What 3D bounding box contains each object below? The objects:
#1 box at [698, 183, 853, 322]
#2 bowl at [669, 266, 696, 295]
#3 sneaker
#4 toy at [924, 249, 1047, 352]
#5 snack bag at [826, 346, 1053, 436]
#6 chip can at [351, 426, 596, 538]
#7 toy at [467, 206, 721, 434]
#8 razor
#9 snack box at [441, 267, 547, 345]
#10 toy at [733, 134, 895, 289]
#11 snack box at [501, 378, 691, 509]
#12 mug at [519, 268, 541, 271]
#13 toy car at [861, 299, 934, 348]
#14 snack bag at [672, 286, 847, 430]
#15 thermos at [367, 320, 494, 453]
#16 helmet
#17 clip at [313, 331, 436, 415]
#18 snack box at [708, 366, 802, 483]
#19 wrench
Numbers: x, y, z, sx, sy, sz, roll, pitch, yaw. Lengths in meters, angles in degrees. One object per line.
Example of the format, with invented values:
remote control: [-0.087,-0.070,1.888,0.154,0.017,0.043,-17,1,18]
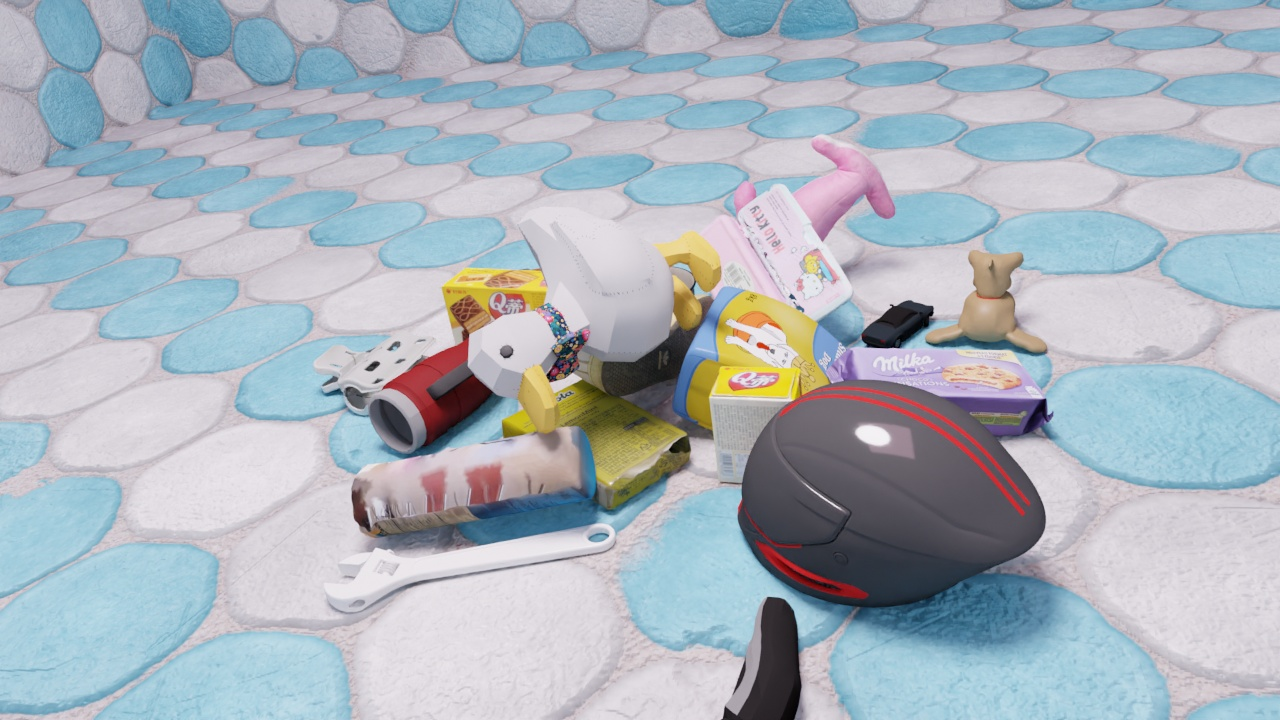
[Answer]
box: [0.154,-0.114,1.133,0.155,0.044,0.201,-39,57,20]
bowl: [0.019,-0.075,1.220,0.115,0.059,0.115,-7,30,4]
sneaker: [-0.003,-0.024,1.090,0.102,0.089,0.240,13,23,34]
toy: [0.408,-0.072,1.073,0.134,0.108,0.105,6,17,25]
snack bag: [0.298,0.034,0.933,0.205,0.058,0.096,1,33,-1]
chip can: [-0.161,0.118,0.886,0.230,0.080,0.079,-12,29,12]
toy: [-0.056,-0.058,0.913,0.267,0.141,0.246,-16,63,-24]
razor: [0.094,0.232,0.682,0.060,0.057,0.155,-28,16,37]
snack box: [-0.135,-0.056,1.179,0.231,0.110,0.061,5,32,23]
toy: [0.207,-0.160,1.194,0.266,0.186,0.127,-43,21,16]
snack box: [-0.046,0.087,0.976,0.121,0.045,0.181,-29,38,-35]
mug: [-0.108,-0.083,1.264,0.111,0.082,0.117,-14,48,-16]
toy car: [0.313,-0.046,1.116,0.111,0.034,0.046,-31,37,-34]
snack bag: [0.156,0.017,1.001,0.205,0.102,0.158,19,36,8]
thermos: [-0.214,0.023,1.077,0.108,0.084,0.198,-33,4,45]
helmet: [0.194,0.101,0.759,0.265,0.170,0.163,15,38,35]
clip: [-0.343,0.021,1.175,0.152,0.092,0.125,-9,25,29]
snack box: [0.117,0.064,0.907,0.084,0.106,0.061,2,32,18]
wrench: [-0.158,0.187,0.861,0.273,0.018,0.066,-9,30,-3]
